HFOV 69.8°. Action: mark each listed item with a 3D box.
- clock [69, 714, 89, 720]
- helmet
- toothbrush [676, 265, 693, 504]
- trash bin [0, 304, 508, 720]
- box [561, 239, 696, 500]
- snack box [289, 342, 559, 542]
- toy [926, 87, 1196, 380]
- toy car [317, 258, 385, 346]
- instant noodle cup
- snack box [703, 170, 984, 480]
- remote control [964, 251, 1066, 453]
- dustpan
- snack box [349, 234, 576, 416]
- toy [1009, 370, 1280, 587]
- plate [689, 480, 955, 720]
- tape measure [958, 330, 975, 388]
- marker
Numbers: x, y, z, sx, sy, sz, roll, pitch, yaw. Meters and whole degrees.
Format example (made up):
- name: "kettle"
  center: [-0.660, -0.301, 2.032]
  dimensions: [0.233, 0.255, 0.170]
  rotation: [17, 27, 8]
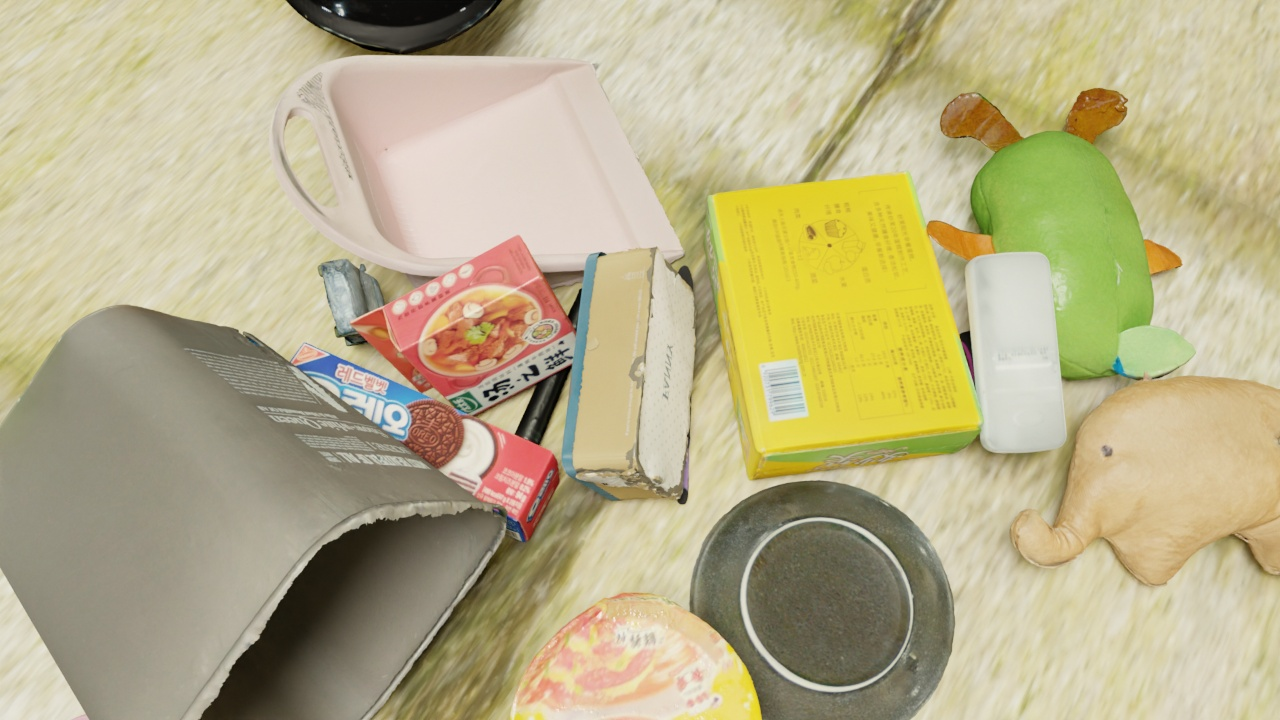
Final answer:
- name: "clock"
  center: [-0.309, 0.256, 0.563]
  dimensions: [0.158, 0.060, 0.117]
  rotation: [-41, 73, -17]
- name: "helmet"
  center: [-0.205, -0.374, 0.745]
  dimensions: [0.233, 0.230, 0.274]
  rotation: [-4, 24, -10]
- name: "toothbrush"
  center: [0.033, 0.015, 0.688]
  dimensions: [0.014, 0.017, 0.188]
  rotation: [-3, 69, 12]
- name: "trash bin"
  center: [-0.233, 0.096, 0.529]
  dimensions: [0.220, 0.199, 0.198]
  rotation: [38, 94, 19]
- name: "box"
  center: [-0.004, 0.004, 0.645]
  dimensions: [0.059, 0.090, 0.184]
  rotation: [-8, 61, 24]
- name: "snack box"
  center: [-0.162, 0.058, 0.647]
  dimensions: [0.207, 0.057, 0.058]
  rotation: [22, 66, 11]
- name: "toy"
  center: [0.314, -0.095, 0.688]
  dimensions: [0.227, 0.090, 0.246]
  rotation: [0, 70, -12]
- name: "toy car"
  center: [-0.204, -0.041, 0.657]
  dimensions: [0.036, 0.121, 0.054]
  rotation: [-14, 90, -9]
- name: "instant noodle cup"
  center: [-0.008, 0.220, 0.538]
  dimensions: [0.138, 0.110, 0.137]
  rotation: [3, 65, -7]
- name: "snack box"
  center: [0.140, -0.027, 0.671]
  dimensions: [0.157, 0.070, 0.209]
  rotation: [-7, 66, -2]
- name: "remote control"
  center: [0.254, -0.005, 0.622]
  dimensions: [0.056, 0.020, 0.136]
  rotation: [-4, 86, 0]
- name: "dustpan"
  center: [-0.120, -0.153, 0.693]
  dimensions: [0.273, 0.139, 0.222]
  rotation: [-24, 67, -8]
- name: "snack box"
  center: [-0.114, -0.014, 0.634]
  dimensions: [0.127, 0.113, 0.044]
  rotation: [-28, 61, 0]
- name: "toy"
  center: [0.350, 0.079, 0.614]
  dimensions: [0.226, 0.082, 0.143]
  rotation: [-5, 79, 0]
- name: "plate"
  center: [0.122, 0.163, 0.614]
  dimensions: [0.179, 0.024, 0.179]
  rotation: [0, 66, 1]
- name: "tape measure"
  center: [0.246, 0.006, 0.661]
  dimensions: [0.039, 0.058, 0.057]
  rotation: [-5, 88, 1]
- name: "marker"
  center: [-0.061, 0.005, 0.688]
  dimensions: [0.022, 0.020, 0.131]
  rotation: [4, 62, 37]
